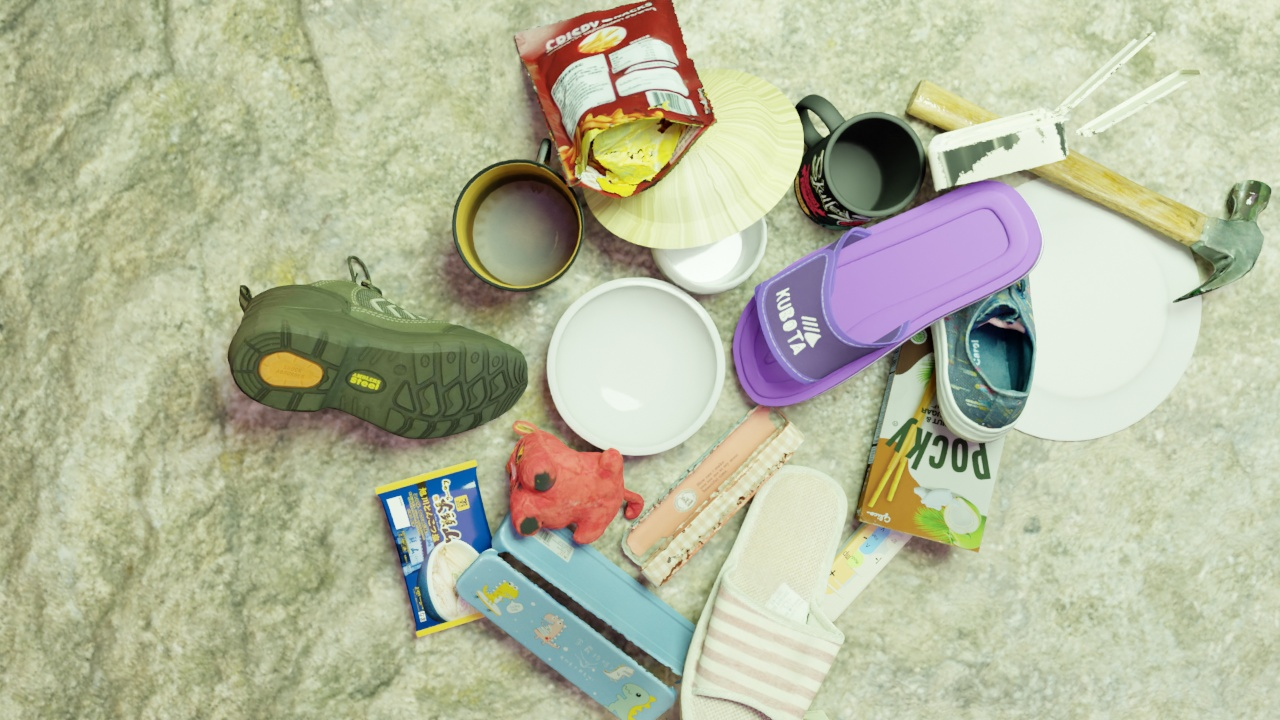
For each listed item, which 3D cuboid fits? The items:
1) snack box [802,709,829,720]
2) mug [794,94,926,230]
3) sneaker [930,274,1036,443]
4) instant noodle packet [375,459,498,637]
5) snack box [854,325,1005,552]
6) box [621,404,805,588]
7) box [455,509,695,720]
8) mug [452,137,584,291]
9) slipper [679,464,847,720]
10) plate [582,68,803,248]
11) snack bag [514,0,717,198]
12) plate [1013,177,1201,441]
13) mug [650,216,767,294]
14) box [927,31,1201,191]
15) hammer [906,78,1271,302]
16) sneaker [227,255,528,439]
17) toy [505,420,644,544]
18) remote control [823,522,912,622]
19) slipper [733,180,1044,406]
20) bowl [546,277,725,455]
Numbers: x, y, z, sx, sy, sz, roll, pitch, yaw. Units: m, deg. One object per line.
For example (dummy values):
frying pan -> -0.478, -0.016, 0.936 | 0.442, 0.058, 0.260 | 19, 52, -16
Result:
snack box -> 0.059, 0.359, 0.772 | 0.230, 0.110, 0.061 | -6, 94, -4
mug -> 0.169, -0.169, 0.763 | 0.082, 0.098, 0.118 | -38, 94, -2
sneaker -> 0.281, -0.054, 0.750 | 0.087, 0.079, 0.235 | 7, 67, 3
instant noodle packet -> -0.167, 0.162, 0.791 | 0.087, 0.026, 0.134 | -15, 93, -8
snack box -> 0.259, 0.060, 0.794 | 0.101, 0.031, 0.186 | 14, 86, 7
box -> 0.062, 0.113, 0.791 | 0.187, 0.056, 0.071 | -45, 62, -2
box -> -0.050, 0.216, 0.788 | 0.209, 0.072, 0.086 | 39, 114, -7
mug -> -0.093, -0.118, 0.750 | 0.100, 0.094, 0.124 | 17, 93, -4
slipper -> 0.110, 0.206, 0.752 | 0.115, 0.052, 0.262 | 17, 67, 9
plate -> 0.035, -0.177, 0.735 | 0.184, 0.036, 0.184 | -7, 61, 13
snack bag -> -0.022, -0.225, 0.723 | 0.139, 0.067, 0.207 | -21, 52, 5
plate -> 0.392, -0.047, 0.824 | 0.242, 0.016, 0.242 | 0, 92, -4
mug -> 0.060, -0.113, 0.774 | 0.094, 0.068, 0.115 | 20, 91, -4
box -> 0.309, -0.185, 0.699 | 0.188, 0.144, 0.058 | -21, 100, 22
hammer -> 0.388, -0.160, 0.804 | 0.330, 0.033, 0.132 | 25, 76, -1
sneaker -> -0.219, -0.013, 0.755 | 0.237, 0.143, 0.101 | 11, 115, -35
toy -> -0.054, 0.098, 0.781 | 0.132, 0.094, 0.088 | 18, 104, -32
remote control -> 0.195, 0.179, 0.820 | 0.038, 0.018, 0.125 | 42, 91, -4
slipper -> 0.173, -0.051, 0.715 | 0.267, 0.083, 0.107 | -29, 78, 28
bowl -> -0.005, 0.005, 0.787 | 0.149, 0.043, 0.149 | 0, 93, -4
